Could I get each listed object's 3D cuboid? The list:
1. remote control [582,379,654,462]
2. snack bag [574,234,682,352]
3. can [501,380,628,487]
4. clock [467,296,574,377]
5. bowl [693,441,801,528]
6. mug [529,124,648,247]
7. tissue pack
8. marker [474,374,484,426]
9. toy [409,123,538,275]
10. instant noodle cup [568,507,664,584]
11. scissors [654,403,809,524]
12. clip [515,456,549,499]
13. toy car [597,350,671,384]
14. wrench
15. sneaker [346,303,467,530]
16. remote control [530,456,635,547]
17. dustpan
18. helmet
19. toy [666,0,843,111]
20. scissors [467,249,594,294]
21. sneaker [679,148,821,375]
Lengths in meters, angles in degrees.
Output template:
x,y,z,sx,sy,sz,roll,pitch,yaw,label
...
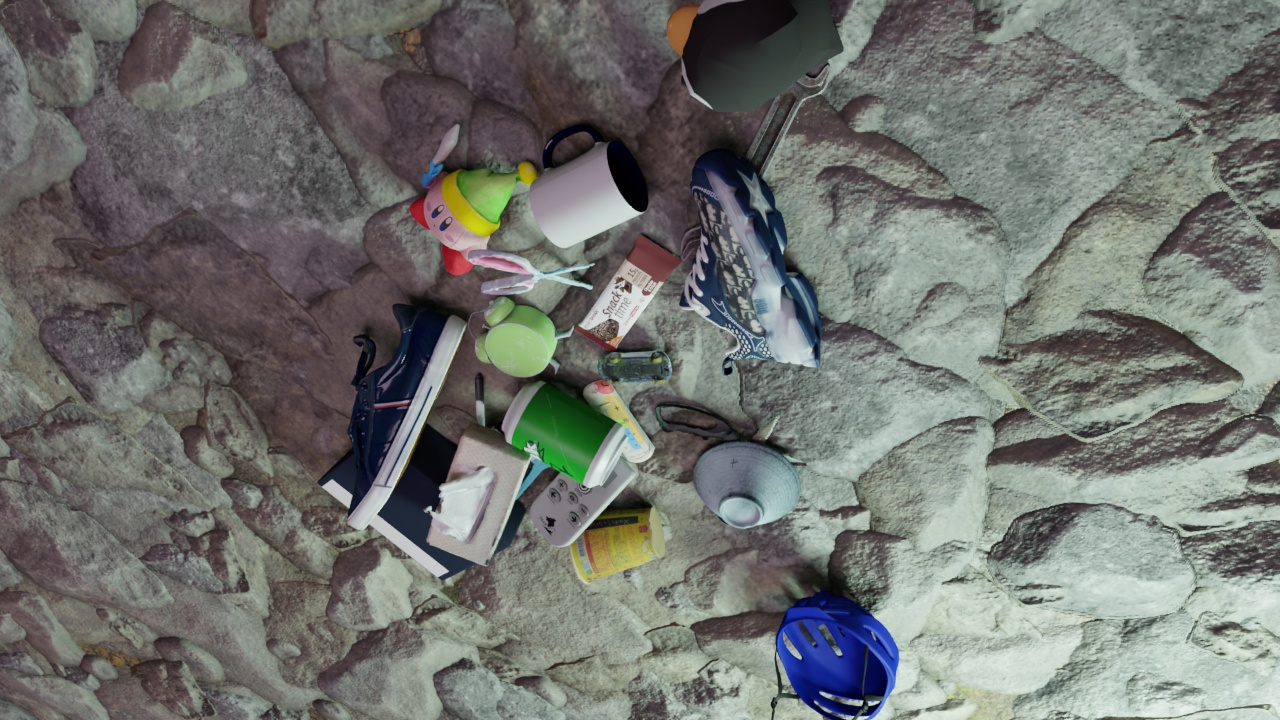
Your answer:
x,y,z,sx,sy,sz,roll,pitch,yaw,label
-0.027,0.077,1.158,0.038,0.018,0.125,-22,115,27,remote control
-0.017,-0.073,1.050,0.057,0.013,0.158,33,126,-8,snack bag
-0.093,0.090,1.126,0.140,0.087,0.088,28,127,7,can
-0.149,-0.026,1.098,0.119,0.042,0.095,21,126,-1,clock
0.128,0.170,1.141,0.137,0.057,0.137,8,127,11,bowl
-0.059,-0.186,0.947,0.097,0.078,0.112,-21,90,26,mug
-0.213,0.177,1.172,0.104,0.071,0.182,22,118,-5,tissue pack
-0.206,0.091,1.188,0.011,0.011,0.152,3,107,12,marker
-0.182,-0.176,0.991,0.132,0.096,0.124,-37,81,44,toy
-0.029,0.243,1.236,0.112,0.100,0.100,-13,121,12,instant noodle cup
0.106,0.131,1.166,0.202,0.015,0.206,16,127,5,scissors
-0.128,0.130,1.195,0.116,0.026,0.097,-24,111,9,clip
-0.007,0.006,1.095,0.090,0.027,0.039,-1,127,14,toy car
0.114,-0.192,0.933,0.070,0.010,0.274,23,127,-3,wrench
-0.321,0.062,1.119,0.127,0.120,0.295,22,99,-9,sneaker
-0.080,0.172,1.187,0.151,0.019,0.074,-48,71,14,remote control
-0.269,0.165,1.260,0.236,0.079,0.274,44,130,-18,dustpan
0.251,0.425,1.207,0.148,0.227,0.241,-12,121,33,helmet
0.098,-0.267,0.768,0.140,0.183,0.159,24,126,2,toy
-0.129,-0.095,1.014,0.170,0.013,0.177,8,166,-41,scissors
0.092,-0.089,0.951,0.133,0.103,0.269,-13,129,24,sneaker
